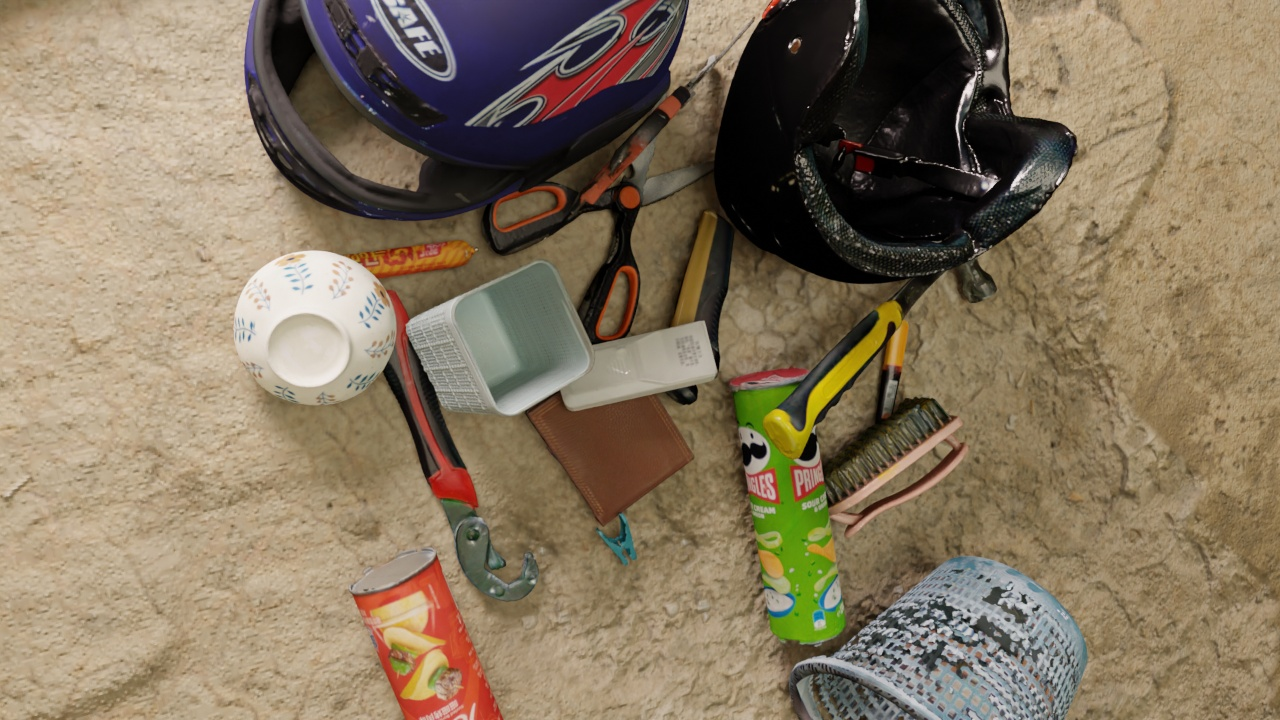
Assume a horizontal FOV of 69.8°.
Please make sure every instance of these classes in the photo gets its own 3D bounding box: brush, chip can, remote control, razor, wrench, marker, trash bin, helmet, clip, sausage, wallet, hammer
[{"bbox_3d":[0.227,0.098,0.840,0.145,0.063,0.073,-37,93,-3],"label":"brush"},{"bbox_3d":[-0.152,0.255,0.709,0.073,0.073,0.216,-22,100,-18],"label":"chip can"},{"bbox_3d":[-0.004,0.004,0.731,0.125,0.024,0.049,-13,74,-2],"label":"remote control"},{"bbox_3d":[0.131,0.127,0.808,0.072,0.072,0.236,-13,98,-20],"label":"chip can"},{"bbox_3d":[0.045,-0.047,0.780,0.068,0.062,0.167,12,83,10],"label":"razor"},{"bbox_3d":[-0.155,0.073,0.726,0.056,0.016,0.273,-27,102,-17],"label":"wrench"},{"bbox_3d":[0.237,0.022,0.873,0.018,0.015,0.124,7,93,-19],"label":"marker"},{"bbox_3d":[0.280,0.291,0.815,0.194,0.227,0.226,-38,106,-28],"label":"trash bin"},{"bbox_3d":[-0.112,-0.231,0.606,0.315,0.241,0.247,-41,104,-13],"label":"helmet"},{"bbox_3d":[-0.017,0.153,0.774,0.038,0.013,0.055,-32,131,-10],"label":"clip"},{"bbox_3d":[-0.204,-0.072,0.695,0.165,0.021,0.021,-11,97,-20],"label":"sausage"},{"bbox_3d":[-0.025,0.063,0.768,0.101,0.032,0.124,-35,104,-12],"label":"wallet"},{"bbox_3d":[0.208,-0.033,0.804,0.322,0.032,0.126,-41,105,-32],"label":"hammer"},{"bbox_3d":[0.180,-0.191,0.725,0.233,0.231,0.274,25,73,-25],"label":"helmet"}]

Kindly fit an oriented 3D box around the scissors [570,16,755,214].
[{"bbox_3d":[0.020,-0.193,0.710,0.015,0.189,0.226,42,97,-9],"label":"scissors"}]

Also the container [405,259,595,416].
[{"bbox_3d":[-0.109,-0.013,0.681,0.089,0.112,0.090,-31,103,-31],"label":"container"}]

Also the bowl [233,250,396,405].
[{"bbox_3d":[-0.233,-0.016,0.651,0.113,0.062,0.113,-3,109,-10],"label":"bowl"}]

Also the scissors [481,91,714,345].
[{"bbox_3d":[-0.025,-0.116,0.763,0.220,0.022,0.229,-6,93,-25],"label":"scissors"}]
